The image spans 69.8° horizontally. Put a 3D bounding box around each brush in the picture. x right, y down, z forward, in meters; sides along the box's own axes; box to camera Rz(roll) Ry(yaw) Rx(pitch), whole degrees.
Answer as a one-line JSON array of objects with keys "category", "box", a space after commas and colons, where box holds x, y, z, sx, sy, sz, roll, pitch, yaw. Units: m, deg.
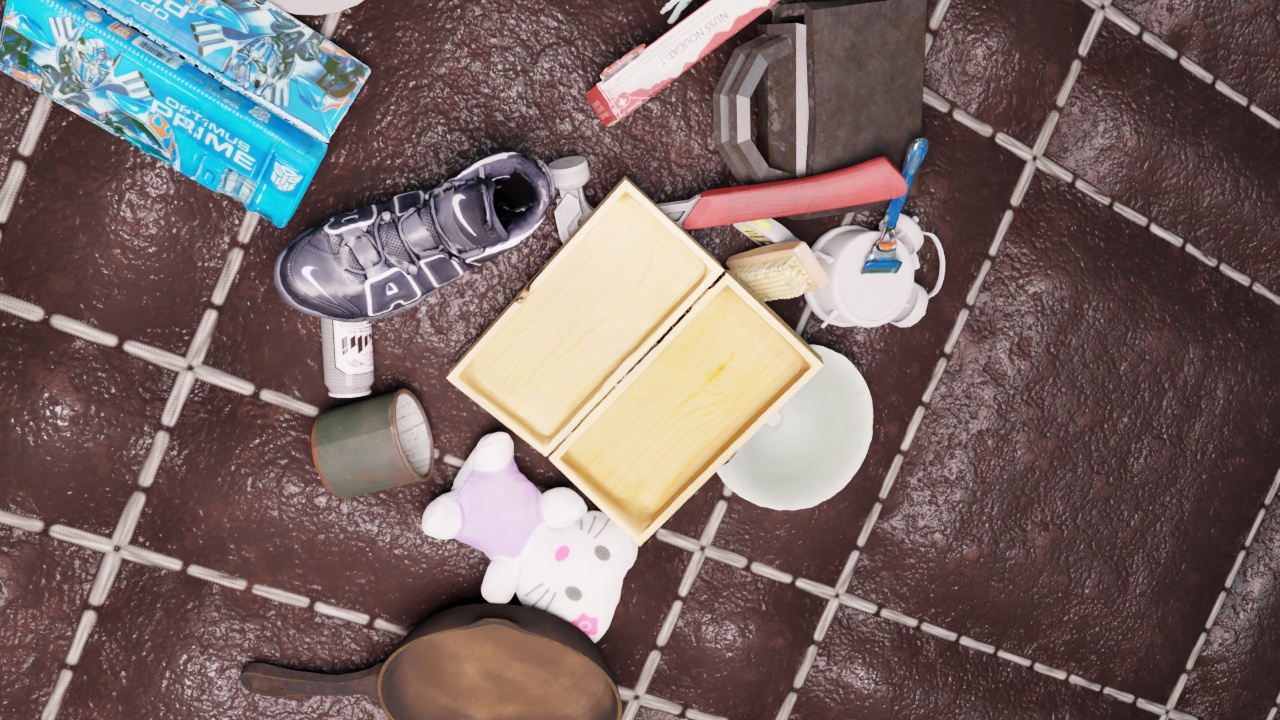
[{"category": "brush", "box": [0.126, -0.081, 0.881, 0.039, 0.117, 0.049, -46, 110, -25]}]

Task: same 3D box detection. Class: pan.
[{"category": "pan", "box": [-0.194, 0.302, 0.869, 0.356, 0.043, 0.249, 4, 127, 0]}]

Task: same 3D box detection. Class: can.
[{"category": "can", "box": [-0.263, -0.023, 0.822, 0.044, 0.044, 0.106, -3, 100, -15]}]

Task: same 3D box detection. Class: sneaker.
[{"category": "sneaker", "box": [-0.170, -0.104, 0.756, 0.252, 0.151, 0.097, -30, 102, -25]}]

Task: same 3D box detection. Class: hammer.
[{"category": "hammer", "box": [0.081, -0.140, 0.841, 0.316, 0.036, 0.126, -6, 120, 8]}]

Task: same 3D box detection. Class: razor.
[{"category": "razor", "box": [0.246, -0.146, 0.875, 0.043, 0.018, 0.141, -2, 124, -19]}]

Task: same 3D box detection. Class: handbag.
[{"category": "handbag", "box": [0.158, -0.235, 0.871, 0.199, 0.102, 0.197, -11, 111, -22]}]

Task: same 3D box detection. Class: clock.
[{"category": "clock", "box": [0.243, -0.089, 0.948, 0.159, 0.061, 0.120, -12, 103, -18]}]

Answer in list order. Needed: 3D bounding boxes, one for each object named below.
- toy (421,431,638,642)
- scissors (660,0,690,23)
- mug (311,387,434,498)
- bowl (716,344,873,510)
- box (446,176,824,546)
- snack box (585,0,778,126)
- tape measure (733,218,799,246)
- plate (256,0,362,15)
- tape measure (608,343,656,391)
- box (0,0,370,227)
[{"category": "toy", "box": [-0.102, 0.176, 0.878, 0.209, 0.086, 0.137, 40, 69, -12]}, {"category": "scissors", "box": [0.060, -0.375, 0.870, 0.134, 0.016, 0.073, -44, 113, 1]}, {"category": "mug", "box": [-0.235, 0.083, 0.829, 0.081, 0.084, 0.111, -15, 145, 6]}, {"category": "bowl", "box": [0.145, 0.062, 0.939, 0.174, 0.068, 0.174, -3, 102, -14]}, {"category": "box", "box": [-0.005, 0.006, 0.852, 0.257, 0.076, 0.247, 41, 103, -13]}, {"category": "snack box", "box": [0.070, -0.314, 0.843, 0.273, 0.076, 0.044, -37, 105, -4]}, {"category": "tape measure", "box": [0.126, -0.124, 0.903, 0.065, 0.064, 0.017, 32, 90, -14]}, {"category": "plate", "box": [-0.284, -0.378, 0.767, 0.172, 0.019, 0.173, -3, 100, -15]}, {"category": "tape measure", "box": [-0.004, 0.016, 0.914, 0.062, 0.020, 0.060, -22, 105, -11]}, {"category": "box", "box": [-0.363, -0.234, 0.733, 0.243, 0.075, 0.167, 31, 98, -18]}]
